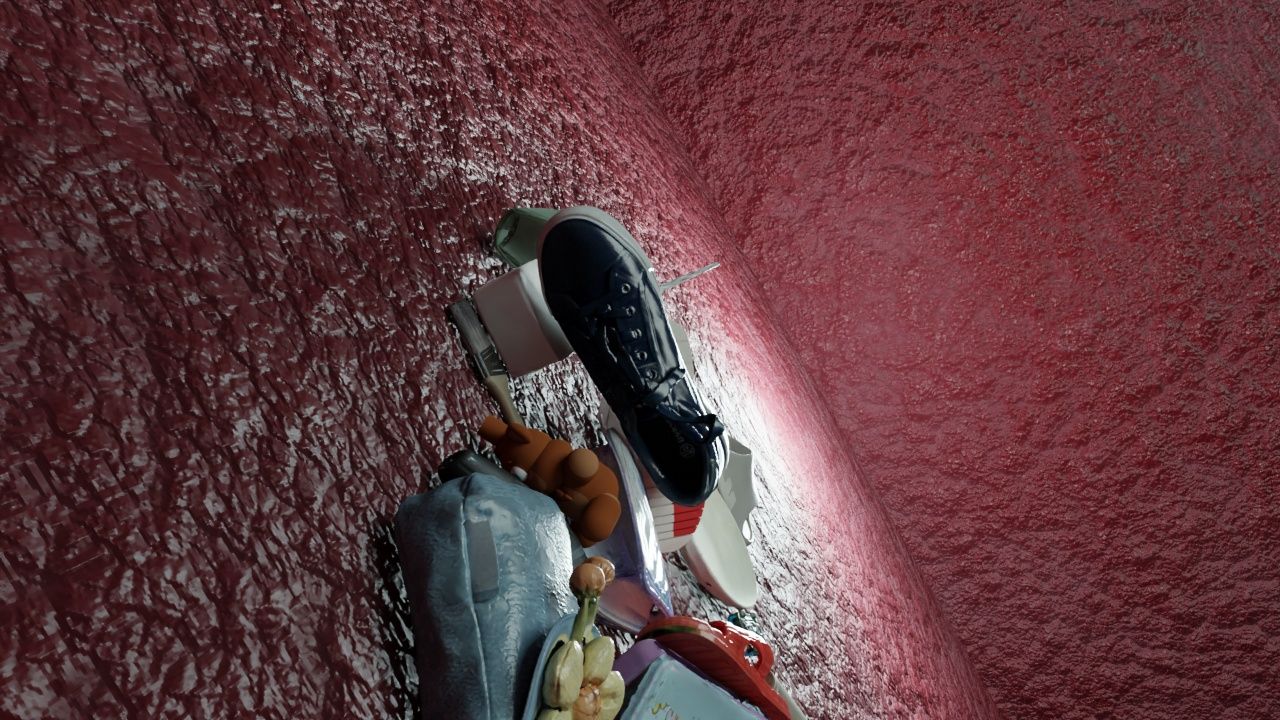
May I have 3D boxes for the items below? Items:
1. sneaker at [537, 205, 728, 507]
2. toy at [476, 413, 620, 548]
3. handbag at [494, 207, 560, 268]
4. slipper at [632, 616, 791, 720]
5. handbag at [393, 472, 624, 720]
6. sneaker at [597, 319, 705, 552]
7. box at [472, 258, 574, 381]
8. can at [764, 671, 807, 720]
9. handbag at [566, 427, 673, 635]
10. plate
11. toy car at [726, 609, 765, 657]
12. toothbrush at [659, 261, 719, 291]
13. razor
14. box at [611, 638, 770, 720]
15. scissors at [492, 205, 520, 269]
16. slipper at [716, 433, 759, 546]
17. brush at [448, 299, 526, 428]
[{"bbox_3d":[-0.005,0.005,0.805,0.294,0.121,0.127,63,16,-13],"label":"sneaker"},{"bbox_3d":[-0.074,0.090,0.718,0.127,0.095,0.065,33,58,-3],"label":"toy"},{"bbox_3d":[-0.087,-0.121,0.977,0.106,0.067,0.121,26,15,8],"label":"handbag"},{"bbox_3d":[0.066,0.269,0.809,0.249,0.104,0.059,55,30,-46],"label":"slipper"},{"bbox_3d":[-0.070,0.157,0.547,0.121,0.119,0.191,39,33,-53],"label":"handbag"},{"bbox_3d":[0.000,0.079,0.959,0.090,0.105,0.236,-1,82,-39],"label":"sneaker"},{"bbox_3d":[-0.116,-0.034,0.885,0.102,0.091,0.107,65,21,-9],"label":"box"},{"bbox_3d":[0.149,0.385,0.953,0.135,0.054,0.054,56,17,-20],"label":"can"},{"bbox_3d":[-0.021,0.155,0.808,0.126,0.069,0.158,61,10,-54],"label":"handbag"},{"bbox_3d":[0.076,0.206,1.065,0.182,0.034,0.182,53,18,-26],"label":"plate"},{"bbox_3d":[0.117,0.308,1.024,0.048,0.032,0.105,67,12,22],"label":"toy car"},{"bbox_3d":[0.010,-0.077,1.072,0.010,0.182,0.010,69,14,8],"label":"toothbrush"},{"bbox_3d":[-0.093,0.122,0.661,0.140,0.053,0.063,50,26,-27],"label":"razor"},{"bbox_3d":[0.044,0.290,0.728,0.065,0.078,0.214,36,-8,48],"label":"box"},{"bbox_3d":[-0.119,-0.109,1.040,0.171,0.021,0.172,65,12,25],"label":"scissors"},{"bbox_3d":[0.098,0.119,1.197,0.266,0.081,0.112,60,13,-4],"label":"slipper"},{"bbox_3d":[-0.129,0.013,0.801,0.151,0.012,0.039,64,16,6],"label":"brush"}]
